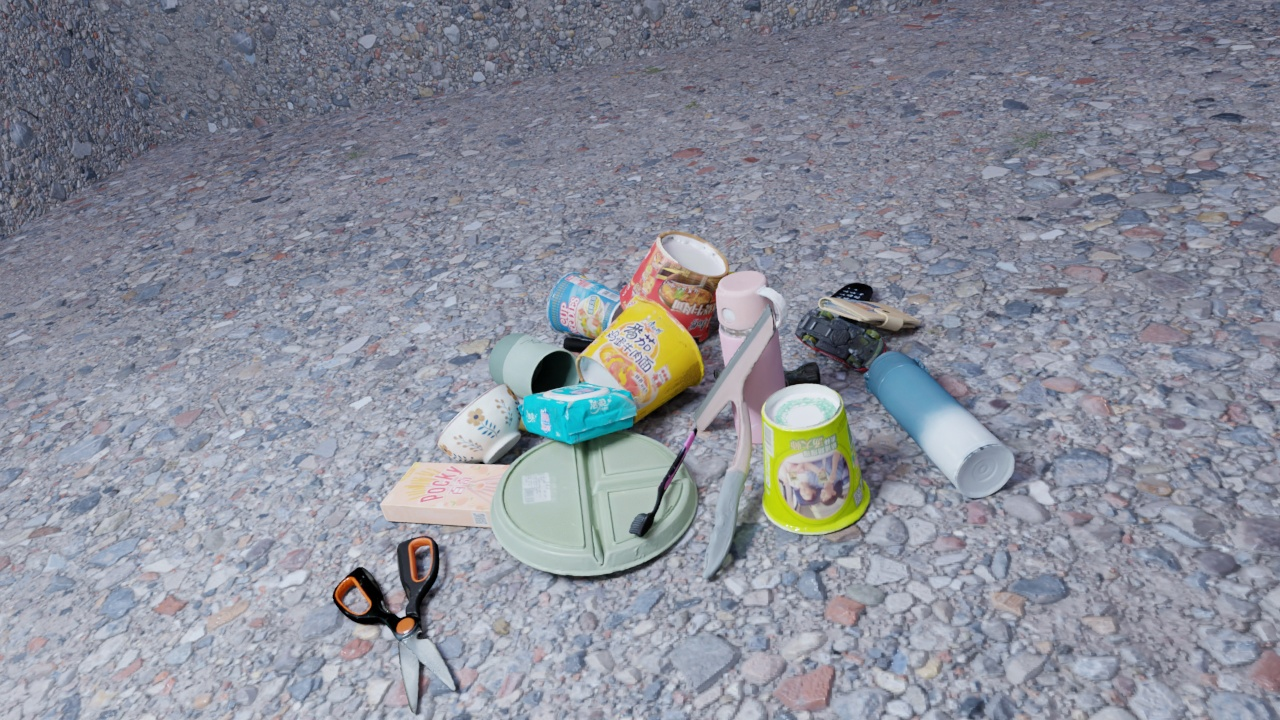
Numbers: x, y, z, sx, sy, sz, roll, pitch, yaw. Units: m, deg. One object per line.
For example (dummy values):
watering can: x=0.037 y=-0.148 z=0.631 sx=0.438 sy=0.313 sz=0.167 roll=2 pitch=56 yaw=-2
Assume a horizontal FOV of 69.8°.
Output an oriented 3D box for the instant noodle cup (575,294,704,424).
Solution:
instant noodle cup: x=-0.007 y=0.007 z=1.148 sx=0.109 sy=0.138 sz=0.138 roll=-38 pitch=38 yaw=-23

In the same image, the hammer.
hammer: x=0.145 y=-0.043 z=1.261 sx=0.126 sy=0.032 sz=0.322 roll=-12 pitch=30 yaw=1

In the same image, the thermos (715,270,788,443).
thermos: x=0.134 y=-0.001 z=1.030 sx=0.087 sy=0.199 sz=0.067 roll=18 pitch=42 yaw=39

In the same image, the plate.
plate: x=-0.052 y=0.145 z=1.004 sx=0.230 sy=0.027 sz=0.229 roll=-3 pitch=31 yaw=2

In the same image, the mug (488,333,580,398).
mug: x=-0.137 y=0.011 z=1.245 sx=0.111 sy=0.082 sz=0.106 roll=1 pitch=13 yaw=-44

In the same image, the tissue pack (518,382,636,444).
tissue pack: x=-0.076 y=0.059 z=1.085 sx=0.093 sy=0.050 sz=0.134 roll=-13 pitch=10 yaw=-32

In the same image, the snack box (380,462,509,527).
snack box: x=-0.217 y=0.156 z=1.077 sx=0.157 sy=0.026 sz=0.084 roll=0 pitch=31 yaw=20

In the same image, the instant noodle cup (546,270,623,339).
instant noodle cup: x=-0.064 y=-0.072 z=1.339 sx=0.110 sy=0.099 sz=0.099 roll=20 pitch=43 yaw=33

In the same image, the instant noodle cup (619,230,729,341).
instant noodle cup: x=0.052 y=-0.108 z=1.273 sx=0.138 sy=0.109 sz=0.137 roll=18 pitch=34 yaw=-12

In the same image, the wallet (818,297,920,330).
wallet: x=0.300 y=-0.060 z=1.192 sx=0.115 sy=0.024 sz=0.087 roll=4 pitch=15 yaw=-37

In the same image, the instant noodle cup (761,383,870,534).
instant noodle cup: x=0.172 y=0.093 z=0.931 sx=0.112 sy=0.123 sz=0.111 roll=-10 pitch=30 yaw=6

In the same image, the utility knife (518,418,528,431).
utility knife: x=-0.173 y=0.076 z=1.203 sx=0.166 sy=0.018 sz=0.030 roll=11 pitch=34 yaw=33

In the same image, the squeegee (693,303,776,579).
squeegee: x=0.094 y=0.112 z=0.955 sx=0.040 sy=0.248 sz=0.249 roll=16 pitch=57 yaw=-8

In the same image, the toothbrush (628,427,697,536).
toothbrush: x=0.028 y=0.126 z=0.984 sx=0.018 sy=0.014 sz=0.188 roll=0 pitch=30 yaw=24

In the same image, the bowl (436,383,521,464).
bowl: x=-0.186 y=0.087 z=1.126 sx=0.062 sy=0.114 sz=0.113 roll=46 pitch=53 yaw=8

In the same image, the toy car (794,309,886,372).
toy car: x=0.255 y=-0.024 z=1.162 sx=0.120 sy=0.045 sz=0.053 roll=30 pitch=81 yaw=39

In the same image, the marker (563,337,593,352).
marker: x=-0.053 y=-0.015 z=1.307 sx=0.132 sy=0.020 sz=0.022 roll=9 pitch=66 yaw=32

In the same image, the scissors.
scissors: x=-0.247 y=0.266 z=0.920 sx=0.190 sy=0.022 sz=0.228 roll=-12 pitch=35 yaw=12

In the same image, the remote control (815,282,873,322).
remote control: x=0.270 y=-0.066 z=1.255 sx=0.053 sy=0.024 sz=0.136 roll=21 pitch=46 yaw=41

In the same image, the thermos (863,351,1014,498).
thermos: x=0.315 y=0.059 z=0.990 sx=0.070 sy=0.070 sz=0.220 roll=-16 pitch=30 yaw=-5
